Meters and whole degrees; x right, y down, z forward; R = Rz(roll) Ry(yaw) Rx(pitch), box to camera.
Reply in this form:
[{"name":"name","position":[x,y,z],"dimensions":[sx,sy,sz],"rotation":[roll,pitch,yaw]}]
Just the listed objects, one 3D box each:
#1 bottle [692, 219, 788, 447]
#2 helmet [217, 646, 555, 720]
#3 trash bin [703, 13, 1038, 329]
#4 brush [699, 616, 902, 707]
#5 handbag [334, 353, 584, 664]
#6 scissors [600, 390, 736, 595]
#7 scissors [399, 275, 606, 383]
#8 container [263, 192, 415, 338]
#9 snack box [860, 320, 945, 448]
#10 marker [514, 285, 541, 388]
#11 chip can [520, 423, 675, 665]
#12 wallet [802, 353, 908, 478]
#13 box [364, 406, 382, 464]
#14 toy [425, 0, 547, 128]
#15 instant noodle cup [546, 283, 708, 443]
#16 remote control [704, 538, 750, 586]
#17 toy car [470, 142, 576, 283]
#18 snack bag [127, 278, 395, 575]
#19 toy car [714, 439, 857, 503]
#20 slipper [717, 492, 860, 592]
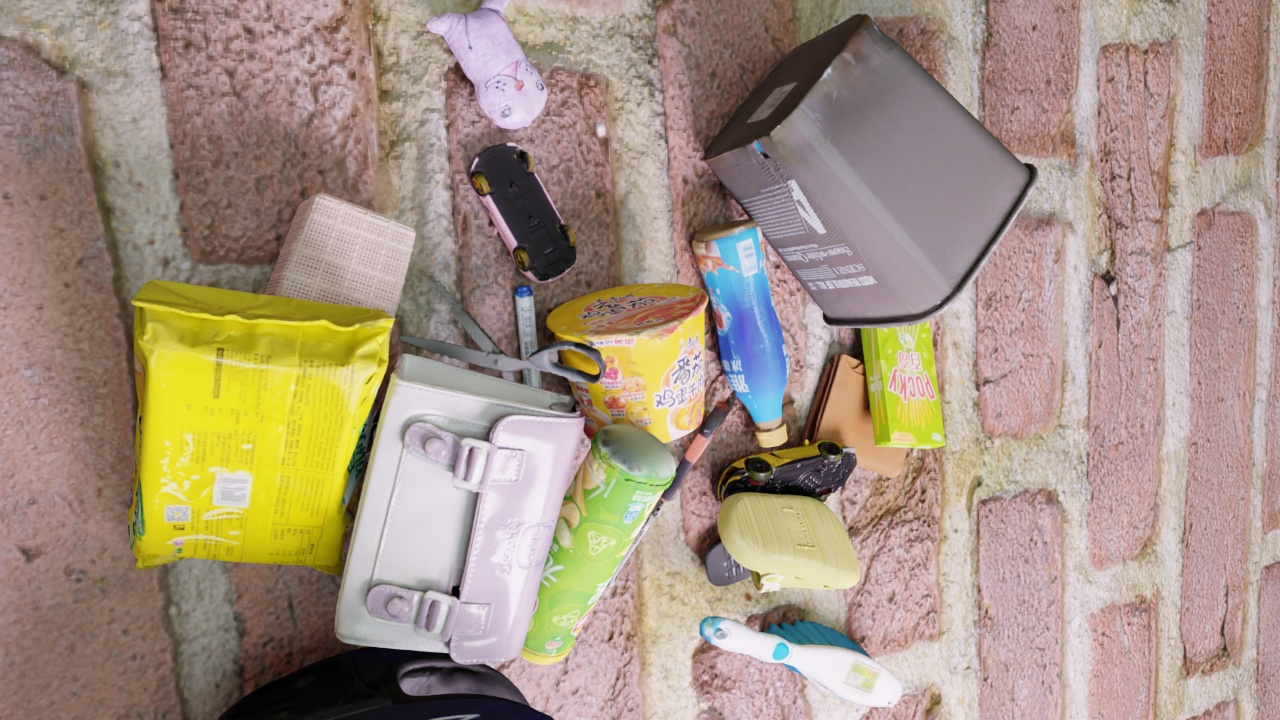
[{"name":"bottle","position":[0.104,-0.023,0.877],"dimensions":[0.065,0.065,0.219],"rotation":[-22,106,-24]},{"name":"helmet","position":[-0.177,0.324,0.661],"dimensions":[0.315,0.240,0.247],"rotation":[-20,111,-6]},{"name":"trash bin","position":[0.198,-0.170,0.845],"dimensions":[0.219,0.199,0.198],"rotation":[41,75,-19]},{"name":"brush","position":[0.152,0.289,0.913],"dimensions":[0.314,0.109,0.060],"rotation":[29,85,-27]},{"name":"handbag","position":[-0.131,0.111,0.668],"dimensions":[0.145,0.098,0.197],"rotation":[12,101,-16]},{"name":"scissors","position":[0.028,0.117,0.842],"dimensions":[0.015,0.190,0.220],"rotation":[33,49,6]},{"name":"scissors","position":[-0.110,0.005,0.740],"dimensions":[0.014,0.181,0.159],"rotation":[-56,143,-62]},{"name":"container","position":[-0.228,-0.059,0.687],"dimensions":[0.089,0.090,0.111],"rotation":[18,84,-28]},{"name":"snack box","position":[0.273,0.013,0.962],"dimensions":[0.085,0.026,0.156],"rotation":[5,74,-32]},{"name":"marker","position":[-0.096,0.007,0.803],"dimensions":[0.016,0.017,0.146],"rotation":[-9,100,-27]},{"name":"chip can","position":[-0.047,0.152,0.759],"dimensions":[0.072,0.072,0.222],"rotation":[13,119,-28]},{"name":"wallet","position":[0.240,0.060,0.978],"dimensions":[0.131,0.031,0.108],"rotation":[21,87,-30]},{"name":"box","position":[-0.151,0.100,0.741],"dimensions":[0.163,0.074,0.081],"rotation":[26,109,-15]},{"name":"toy","position":[-0.116,-0.243,0.751],"dimensions":[0.083,0.039,0.108],"rotation":[-39,111,-25]},{"name":"instant noodle cup","position":[-0.005,0.005,0.790],"dimensions":[0.137,0.138,0.110],"rotation":[-18,112,-25]},{"name":"remote control","position":[0.119,0.188,0.932],"dimensions":[0.136,0.024,0.053],"rotation":[-16,101,-26]},{"name":"toy car","position":[-0.099,-0.124,0.776],"dimensions":[0.056,0.037,0.122],"rotation":[-31,97,-24]},{"name":"snack bag","position":[-0.268,0.059,0.633],"dimensions":[0.158,0.068,0.247],"rotation":[7,124,-21]},{"name":"toy car","position":[0.148,0.118,0.923],"dimensions":[0.155,0.041,0.071],"rotation":[-10,128,-23]},{"name":"slipper","position":[0.131,0.178,0.884],"dimensions":[0.190,0.082,0.091],"rotation":[20,47,-39]}]
